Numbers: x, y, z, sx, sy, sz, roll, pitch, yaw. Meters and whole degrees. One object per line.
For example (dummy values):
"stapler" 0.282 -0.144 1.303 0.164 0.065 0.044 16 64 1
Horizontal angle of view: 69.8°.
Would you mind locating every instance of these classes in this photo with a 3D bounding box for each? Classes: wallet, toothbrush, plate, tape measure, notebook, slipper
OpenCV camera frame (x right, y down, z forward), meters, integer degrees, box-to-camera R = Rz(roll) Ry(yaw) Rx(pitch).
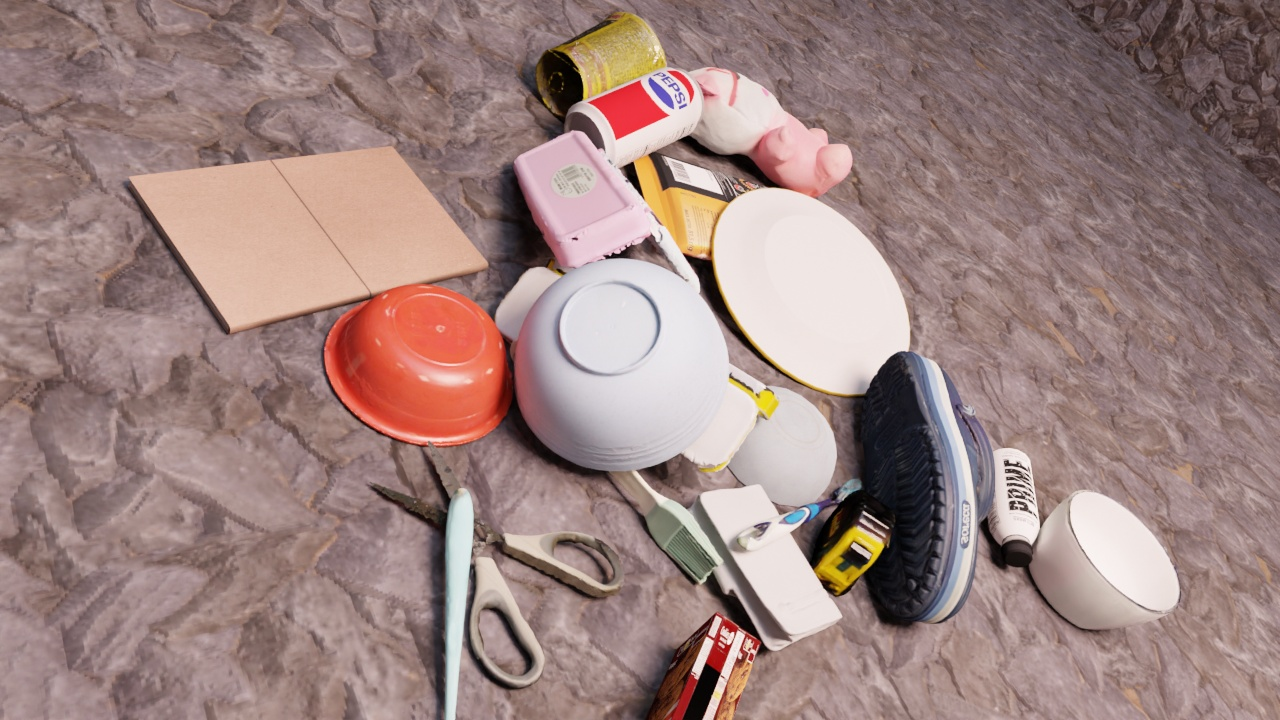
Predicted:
"wallet" 0.084 0.141 0.633 0.086 0.032 0.116 4 45 -46
"toothbrush" 0.120 0.110 0.668 0.016 0.017 0.188 49 30 22
"toothbrush" -0.101 0.148 0.498 0.016 0.017 0.180 7 50 -16
"plate" 0.171 -0.073 0.871 0.229 0.021 0.229 15 56 -23
"tape measure" 0.157 0.128 0.667 0.038 0.063 0.067 34 39 0
"notebook" -0.232 -0.096 0.667 0.208 0.008 0.141 -22 65 -45
"slipper" 0.235 0.090 0.724 0.095 0.105 0.252 23 41 -13

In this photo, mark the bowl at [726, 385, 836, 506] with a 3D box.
"bowl" 0.113 0.059 0.723 0.106 0.039 0.106 19 42 -18

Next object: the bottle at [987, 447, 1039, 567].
"bottle" 0.322 0.129 0.797 0.041 0.041 0.115 28 40 -7

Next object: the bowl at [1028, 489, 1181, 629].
"bowl" 0.383 0.174 0.773 0.116 0.066 0.116 19 42 -18

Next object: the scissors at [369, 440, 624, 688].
"scissors" -0.083 0.119 0.551 0.169 0.013 0.157 8 47 -22

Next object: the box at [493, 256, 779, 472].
"box" -0.004 0.004 0.686 0.210 0.080 0.084 33 -4 18

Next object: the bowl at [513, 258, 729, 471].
"bowl" -0.016 -0.008 0.608 0.150 0.075 0.150 -1 67 3

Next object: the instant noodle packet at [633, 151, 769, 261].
"instant noodle packet" 0.100 -0.139 0.917 0.220 0.032 0.159 12 43 -25

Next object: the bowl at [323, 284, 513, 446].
"bowl" -0.140 -0.008 0.613 0.130 0.045 0.130 18 43 -18

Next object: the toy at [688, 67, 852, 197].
"toy" 0.122 -0.255 1.004 0.213 0.084 0.141 27 19 -16

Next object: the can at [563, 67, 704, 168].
"can" -0.005 -0.233 0.886 0.131 0.070 0.070 -33 72 -32

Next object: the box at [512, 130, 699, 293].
"box" -0.031 -0.113 0.766 0.101 0.103 0.201 -27 35 -2

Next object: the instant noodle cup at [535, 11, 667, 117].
"instant noodle cup" -0.044 -0.292 0.931 0.102 0.102 0.108 46 50 13

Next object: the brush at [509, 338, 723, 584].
"brush" -0.023 0.064 0.634 0.217 0.033 0.012 47 41 17

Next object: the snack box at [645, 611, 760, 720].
"snack box" 0.021 0.209 0.502 0.032 0.051 0.140 35 40 1
